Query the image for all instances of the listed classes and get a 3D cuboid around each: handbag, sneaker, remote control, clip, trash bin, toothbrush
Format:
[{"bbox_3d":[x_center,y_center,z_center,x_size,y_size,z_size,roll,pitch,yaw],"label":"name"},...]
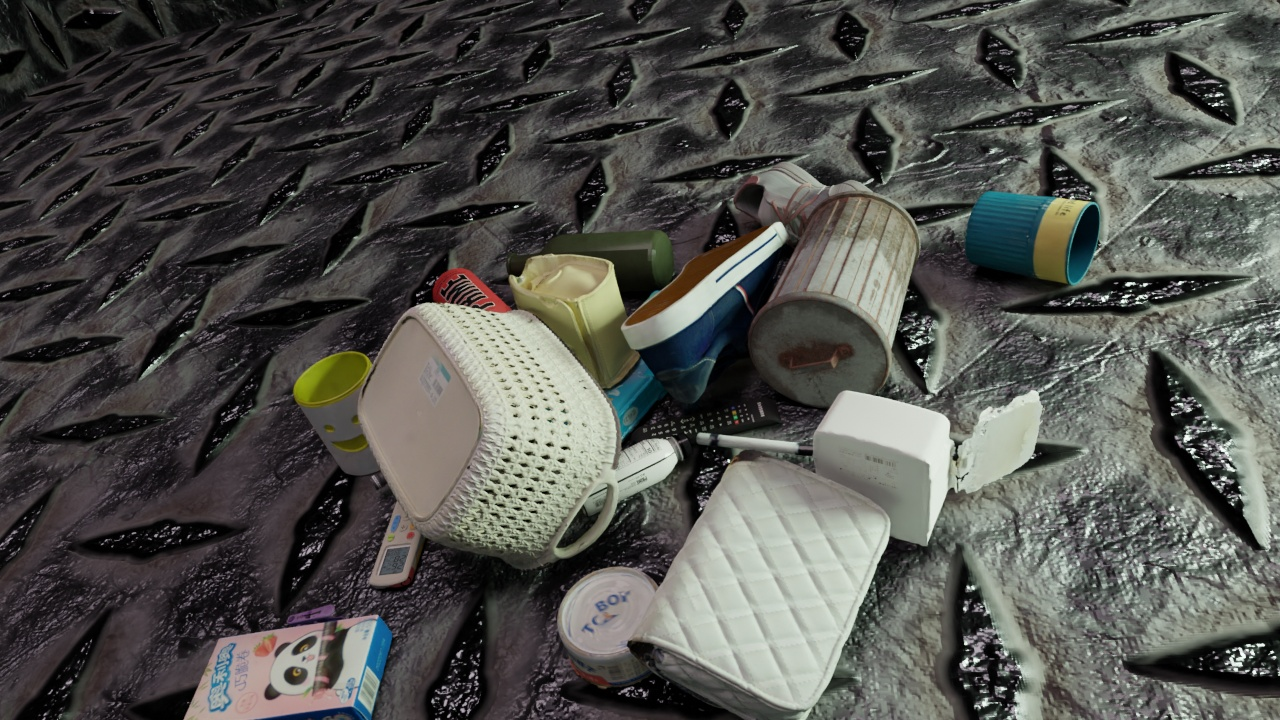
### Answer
[{"bbox_3d":[0.092,0.169,0.685,0.139,0.073,0.194,24,51,18],"label":"handbag"},{"bbox_3d":[0.087,-0.044,0.915,0.121,0.127,0.293,-21,16,36],"label":"sneaker"},{"bbox_3d":[-0.222,0.164,0.869,0.038,0.018,0.125,-9,39,12],"label":"remote control"},{"bbox_3d":[0.061,0.065,0.880,0.147,0.015,0.033,-14,37,5],"label":"remote control"},{"bbox_3d":[-0.287,0.228,0.809,0.051,0.033,0.013,-9,39,12],"label":"clip"},{"bbox_3d":[-0.068,-0.037,0.915,0.111,0.119,0.081,11,46,32],"label":"handbag"},{"bbox_3d":[0.192,-0.059,0.891,0.131,0.131,0.210,4,41,26],"label":"trash bin"},{"bbox_3d":[0.187,-0.162,1.051,0.089,0.099,0.236,-28,31,-15],"label":"sneaker"},{"bbox_3d":[0.139,0.081,0.823,0.187,0.012,0.017,5,45,21],"label":"toothbrush"}]

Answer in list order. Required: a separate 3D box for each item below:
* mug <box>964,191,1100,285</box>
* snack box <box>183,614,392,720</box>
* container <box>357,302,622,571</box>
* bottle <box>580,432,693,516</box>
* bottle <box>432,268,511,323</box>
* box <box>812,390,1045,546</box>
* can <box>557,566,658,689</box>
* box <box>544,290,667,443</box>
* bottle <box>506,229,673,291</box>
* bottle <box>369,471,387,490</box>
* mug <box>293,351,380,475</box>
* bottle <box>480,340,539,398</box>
[{"bbox_3d":[0.407,-0.128,0.943,0.107,0.083,0.113,16,20,40],"label":"mug"},{"bbox_3d":[-0.290,0.264,0.758,0.154,0.033,0.087,-11,37,9],"label":"snack box"},{"bbox_3d":[-0.139,0.057,0.808,0.185,0.143,0.251,-56,48,14],"label":"container"},{"bbox_3d":[-0.006,0.100,0.843,0.116,0.041,0.041,-25,38,-10],"label":"bottle"},{"bbox_3d":[-0.188,-0.051,1.088,0.062,0.062,0.176,-31,39,-17],"label":"bottle"},{"bbox_3d":[0.229,0.080,0.721,0.189,0.111,0.101,0,44,14],"label":"box"},{"bbox_3d":[-0.020,0.206,0.714,0.086,0.043,0.086,-10,38,7],"label":"can"},{"bbox_3d":[-0.006,0.006,0.966,0.094,0.039,0.226,12,45,35],"label":"box"},{"bbox_3d":[-0.066,-0.118,1.115,0.207,0.071,0.071,0,41,22],"label":"bottle"},{"bbox_3d":[-0.225,0.096,0.938,0.109,0.036,0.036,-33,40,-19],"label":"bottle"},{"bbox_3d":[-0.301,0.056,0.962,0.082,0.106,0.082,-11,38,9],"label":"mug"},{"bbox_3d":[-0.174,0.020,0.986,0.164,0.071,0.071,-20,37,-3],"label":"bottle"}]
